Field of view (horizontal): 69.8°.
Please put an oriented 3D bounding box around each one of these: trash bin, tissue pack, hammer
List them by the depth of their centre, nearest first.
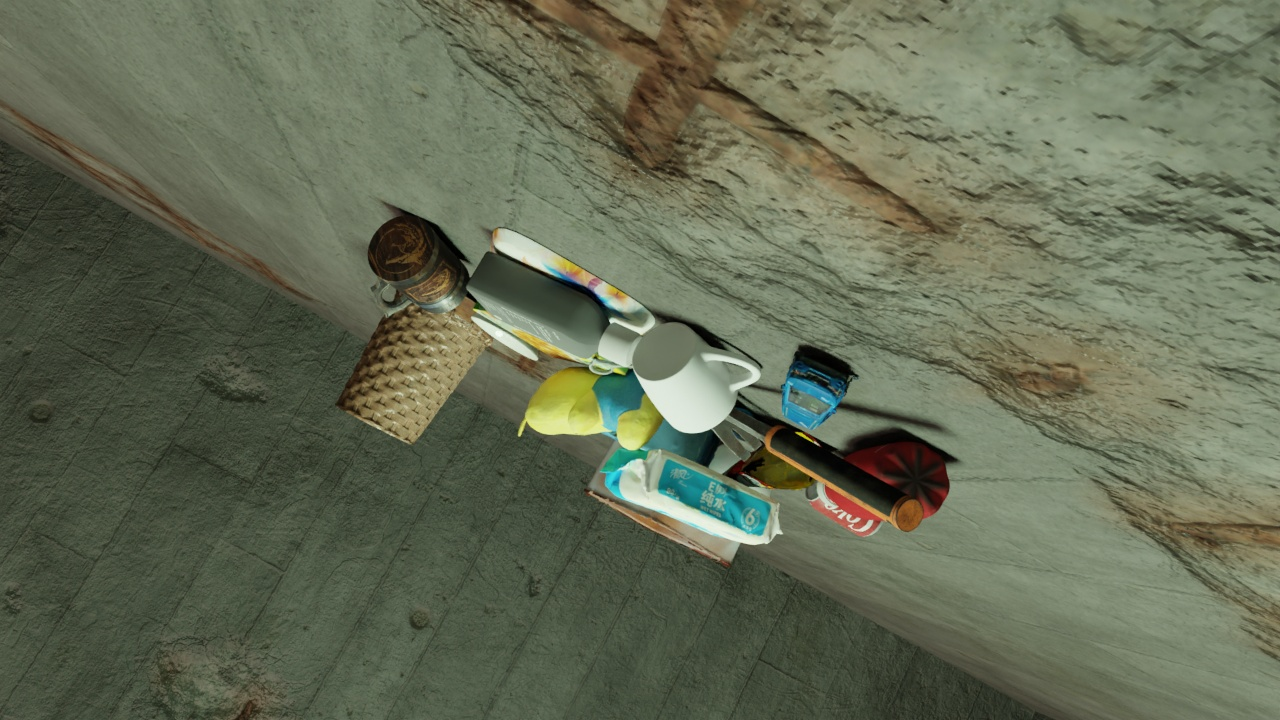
[{"bbox_3d":[0.152,0.093,0.890,0.138,0.035,0.314,52,168,-32],"label":"hammer"},{"bbox_3d":[0.065,0.161,1.078,0.209,0.066,0.117,27,165,-21],"label":"tissue pack"},{"bbox_3d":[-0.311,0.003,1.282,0.151,0.210,0.151,27,170,5],"label":"trash bin"},{"bbox_3d":[0.057,0.214,1.543,0.181,0.157,0.260,36,165,-33],"label":"trash bin"}]

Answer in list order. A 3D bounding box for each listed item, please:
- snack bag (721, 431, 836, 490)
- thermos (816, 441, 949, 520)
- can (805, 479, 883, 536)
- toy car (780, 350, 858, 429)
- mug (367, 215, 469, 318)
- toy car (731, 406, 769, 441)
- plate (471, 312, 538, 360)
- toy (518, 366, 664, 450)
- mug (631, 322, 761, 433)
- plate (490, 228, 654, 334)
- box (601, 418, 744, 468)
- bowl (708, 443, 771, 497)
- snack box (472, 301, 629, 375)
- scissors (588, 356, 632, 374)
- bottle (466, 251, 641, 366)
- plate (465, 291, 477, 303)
[{"bbox_3d":[0.158,0.139,1.130,0.139,0.066,0.208,-7,167,-4],"label":"snack bag"},{"bbox_3d":[0.234,0.127,0.941,0.073,0.073,0.240,29,169,-1],"label":"thermos"},{"bbox_3d":[0.260,0.181,1.167,0.096,0.054,0.054,32,168,-17],"label":"can"},{"bbox_3d":[0.149,0.030,0.794,0.056,0.043,0.120,26,168,11],"label":"toy car"},{"bbox_3d":[-0.267,-0.098,1.059,0.080,0.116,0.107,61,-178,22],"label":"mug"},{"bbox_3d":[0.116,0.073,1.089,0.105,0.032,0.048,20,173,-35],"label":"toy car"},{"bbox_3d":[-0.174,-0.039,1.217,0.104,0.026,0.104,31,170,6],"label":"plate"},{"bbox_3d":[-0.044,0.048,1.112,0.214,0.084,0.148,4,-163,41],"label":"toy"},{"bbox_3d":[0.056,0.011,0.886,0.114,0.080,0.087,-13,142,24],"label":"mug"},{"bbox_3d":[-0.078,-0.070,0.964,0.187,0.016,0.187,30,169,-6],"label":"plate"},{"bbox_3d":[0.023,0.088,1.241,0.232,0.094,0.112,20,169,36],"label":"box"},{"bbox_3d":[0.145,0.172,1.369,0.116,0.065,0.116,27,169,6],"label":"bowl"},{"bbox_3d":[-0.106,-0.032,1.082,0.132,0.027,0.168,33,167,-35],"label":"snack box"},{"bbox_3d":[0.005,-0.002,0.999,0.142,0.014,0.147,0,147,18],"label":"scissors"},{"bbox_3d":[-0.081,-0.044,0.917,0.174,0.046,0.084,25,168,17],"label":"bottle"},{"bbox_3d":[-0.251,-0.098,1.264,0.178,0.012,0.178,27,169,6],"label":"plate"}]
